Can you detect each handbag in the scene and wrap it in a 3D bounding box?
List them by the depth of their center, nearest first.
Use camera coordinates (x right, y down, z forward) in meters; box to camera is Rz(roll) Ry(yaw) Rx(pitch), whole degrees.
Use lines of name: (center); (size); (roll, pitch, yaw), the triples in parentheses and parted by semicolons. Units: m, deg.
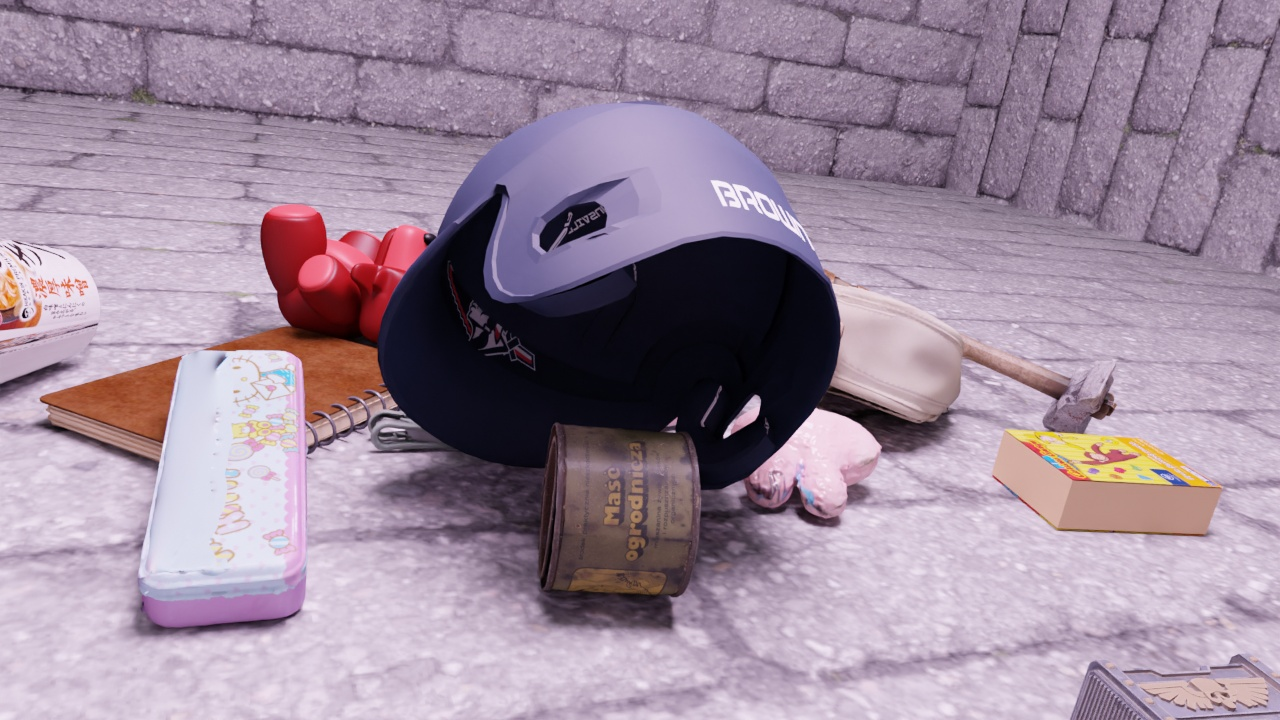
handbag: (0.177, 0.009, 0.847); (0.229, 0.132, 0.184); (27, 0, 37)

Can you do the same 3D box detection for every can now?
can: (-0.015, 0.080, 0.495); (0.074, 0.090, 0.089); (5, 18, -10)

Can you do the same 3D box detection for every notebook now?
notebook: (-0.270, 0.024, 0.662); (0.167, 0.024, 0.224); (14, 19, 20)

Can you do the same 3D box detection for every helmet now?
helmet: (-0.033, -0.038, 0.576); (0.232, 0.272, 0.223); (46, 10, -43)

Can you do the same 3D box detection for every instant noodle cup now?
instant noodle cup: (-0.451, -0.035, 0.628); (0.124, 0.124, 0.121); (11, 9, 7)

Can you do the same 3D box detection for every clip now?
clip: (-0.151, 0.049, 0.641); (0.076, 0.023, 0.044); (3, 17, -23)

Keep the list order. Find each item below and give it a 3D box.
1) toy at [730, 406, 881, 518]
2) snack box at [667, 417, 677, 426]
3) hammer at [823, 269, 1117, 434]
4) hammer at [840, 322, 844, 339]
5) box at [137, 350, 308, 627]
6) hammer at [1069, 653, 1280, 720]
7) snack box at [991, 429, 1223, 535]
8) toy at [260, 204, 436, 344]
toy: (0.114, 0.071, 0.652); (0.108, 0.053, 0.104); (12, 29, 11)
snack box: (-0.004, 0.004, 0.749); (0.094, 0.079, 0.093); (-5, 21, -40)
hammer: (0.279, -0.024, 0.855); (0.319, 0.049, 0.121); (27, -11, 23)
hammer: (0.002, -0.051, 0.767); (0.331, 0.031, 0.119); (13, 16, 14)
box: (-0.223, 0.057, 0.505); (0.076, 0.033, 0.214); (1, 30, -22)
hammer: (0.290, 0.213, 0.299); (0.098, 0.044, 0.322); (3, 19, -16)
snack box: (0.354, 0.092, 0.704); (0.125, 0.040, 0.088); (4, 18, -12)
toy: (-0.219, -0.060, 0.798); (0.197, 0.120, 0.158); (19, -4, 17)
